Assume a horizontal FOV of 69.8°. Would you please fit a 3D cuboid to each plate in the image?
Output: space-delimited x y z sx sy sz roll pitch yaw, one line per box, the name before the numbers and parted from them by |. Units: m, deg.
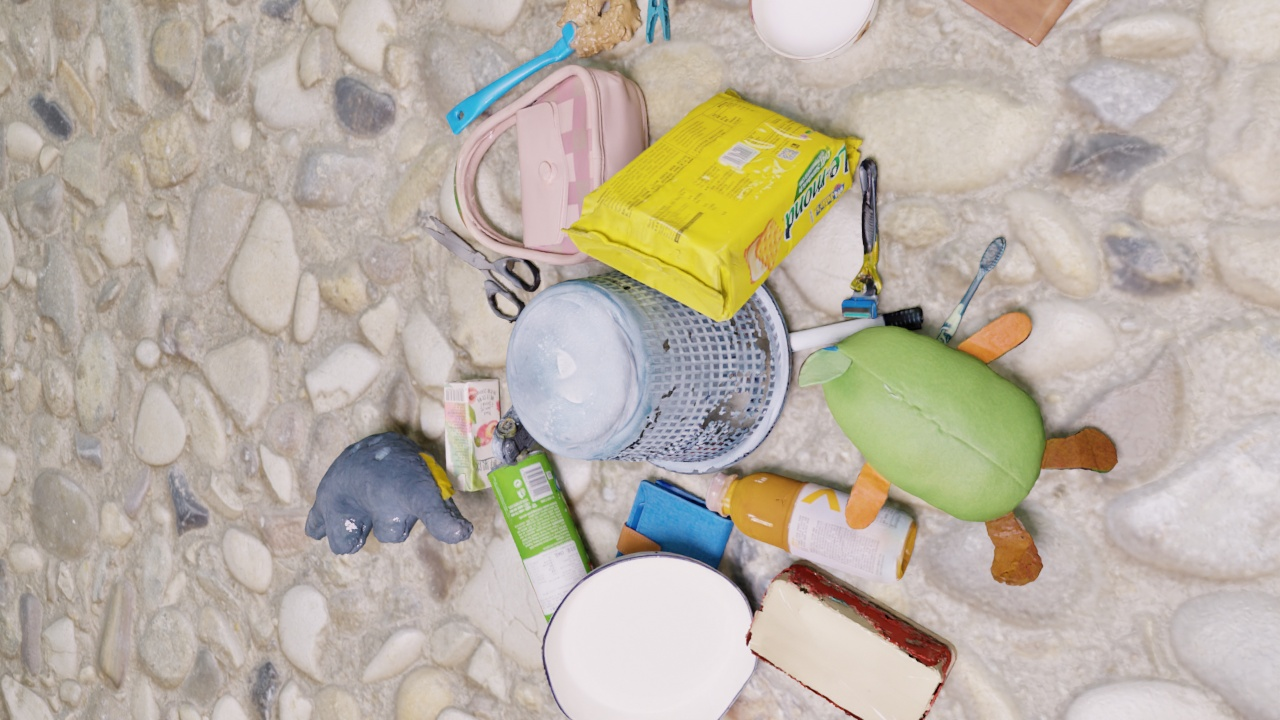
plate | 0.009 0.274 0.889 0.205 0.045 0.205 -1 104 -4

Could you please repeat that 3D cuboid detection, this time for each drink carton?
drink carton | -0.189 0.082 1.027 0.046 0.053 0.122 2 94 32

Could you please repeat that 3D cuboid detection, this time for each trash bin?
trash bin | -0.005 0.005 0.832 0.227 0.194 0.226 2 94 33

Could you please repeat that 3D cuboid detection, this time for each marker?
marker | 0.191 -0.026 0.834 0.131 0.018 0.022 -13 68 28

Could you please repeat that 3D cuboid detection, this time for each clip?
clip | 0.017 -0.343 0.909 0.041 0.014 0.056 0 93 28

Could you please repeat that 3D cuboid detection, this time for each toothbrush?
toothbrush | 0.263 -0.021 0.796 0.016 0.018 0.192 33 108 22

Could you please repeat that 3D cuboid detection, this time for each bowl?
bowl | 0.159 -0.317 0.807 0.114 0.062 0.113 3 96 29

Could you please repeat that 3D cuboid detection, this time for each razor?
razor | 0.203 -0.109 0.821 0.043 0.022 0.143 7 96 60

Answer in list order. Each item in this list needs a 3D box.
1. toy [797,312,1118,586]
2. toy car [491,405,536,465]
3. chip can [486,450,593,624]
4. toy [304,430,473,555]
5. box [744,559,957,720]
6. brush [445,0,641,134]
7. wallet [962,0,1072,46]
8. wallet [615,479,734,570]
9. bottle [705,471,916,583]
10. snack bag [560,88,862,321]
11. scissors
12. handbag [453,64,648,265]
toy | 0.252 0.056 0.760 0.247 0.090 0.227 39 92 15
toy car | -0.114 0.054 0.955 0.037 0.054 0.120 21 59 26
chip can | -0.088 0.214 0.971 0.072 0.072 0.236 -28 80 27
toy | -0.305 0.154 1.061 0.357 0.091 0.137 -14 74 44
box | 0.185 0.259 0.823 0.168 0.079 0.091 27 106 24
brush | -0.106 -0.314 0.954 0.255 0.045 0.083 -29 83 21
wallet | 0.311 -0.329 0.750 0.115 0.020 0.101 43 110 22
wallet | 0.028 0.196 0.929 0.106 0.040 0.133 23 103 21
bottle | 0.151 0.145 0.839 0.190 0.067 0.068 14 100 27
snack bag | 0.069 -0.147 0.786 0.158 0.245 0.068 29 147 23
scissors | -0.178 -0.118 1.033 0.146 0.014 0.172 -23 80 29
handbag | -0.104 -0.191 0.955 0.235 0.093 0.193 0 93 36
